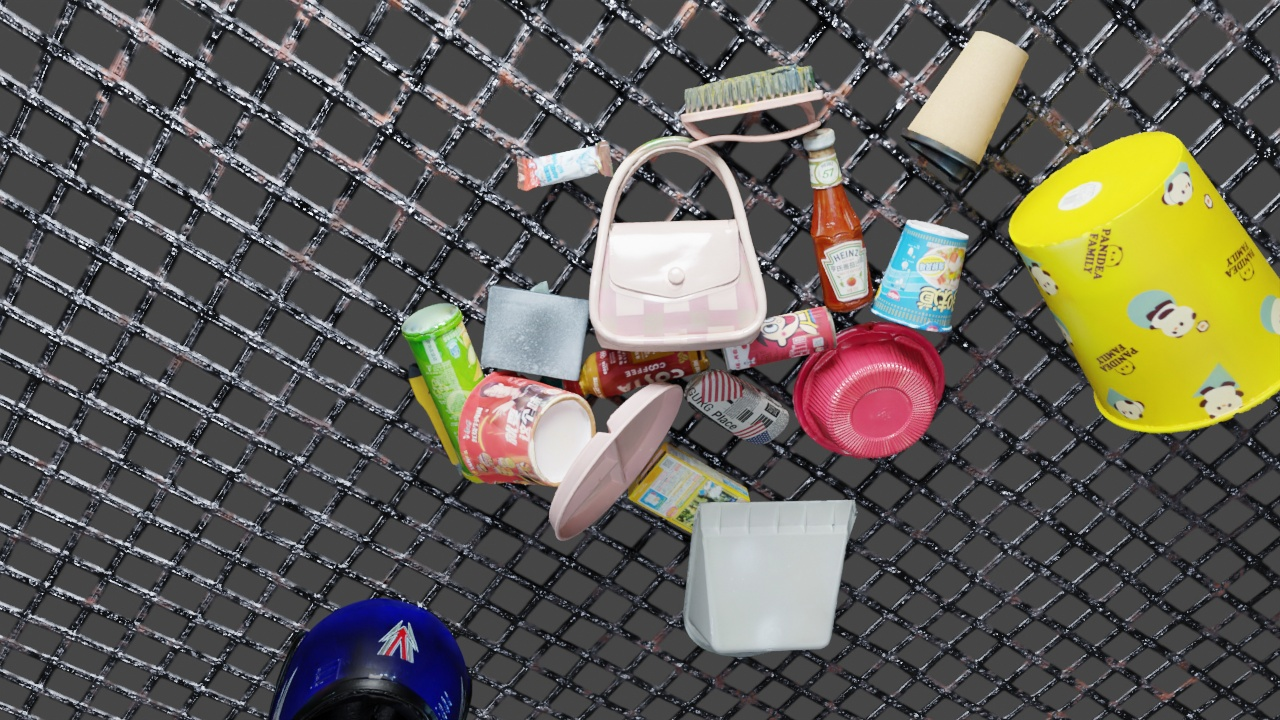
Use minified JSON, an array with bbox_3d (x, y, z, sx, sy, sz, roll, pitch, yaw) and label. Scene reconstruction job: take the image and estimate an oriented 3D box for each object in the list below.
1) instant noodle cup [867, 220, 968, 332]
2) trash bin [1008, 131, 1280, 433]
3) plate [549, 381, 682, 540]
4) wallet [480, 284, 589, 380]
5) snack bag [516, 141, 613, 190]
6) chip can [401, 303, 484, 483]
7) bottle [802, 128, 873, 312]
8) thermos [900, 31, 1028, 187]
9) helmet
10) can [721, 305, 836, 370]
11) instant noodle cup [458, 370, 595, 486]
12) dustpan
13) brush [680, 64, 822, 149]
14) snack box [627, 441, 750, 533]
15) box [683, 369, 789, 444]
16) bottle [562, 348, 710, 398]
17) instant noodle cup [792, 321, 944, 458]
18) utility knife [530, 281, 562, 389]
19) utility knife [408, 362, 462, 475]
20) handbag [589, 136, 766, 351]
[{"bbox_3d":[0.325,-0.099,1.052,0.099,0.099,0.110,10,108,-8],"label":"instant noodle cup"},{"bbox_3d":[0.551,-0.089,1.000,0.230,0.229,0.255,-37,108,15],"label":"trash bin"},{"bbox_3d":[-0.030,0.115,1.085,0.028,0.229,0.230,38,113,16],"label":"plate"},{"bbox_3d":[-0.123,-0.033,1.075,0.121,0.019,0.097,9,98,3],"label":"wallet"},{"bbox_3d":[-0.083,-0.212,0.999,0.104,0.048,0.026,-9,158,3],"label":"snack bag"},{"bbox_3d":[-0.216,0.039,1.101,0.072,0.072,0.221,-14,117,4],"label":"chip can"},{"bbox_3d":[0.218,-0.156,1.032,0.060,0.059,0.206,-14,113,4],"label":"bottle"},{"bbox_3d":[0.343,-0.266,0.969,0.093,0.093,0.143,24,106,-15],"label":"thermos"},{"bbox_3d":[-0.362,0.467,1.213,0.247,0.240,0.316,20,103,-14],"label":"helmet"},{"bbox_3d":[0.163,-0.026,1.098,0.133,0.053,0.053,-12,117,3],"label":"can"},{"bbox_3d":[-0.127,0.084,1.072,0.109,0.137,0.138,7,125,39],"label":"instant noodle cup"},{"bbox_3d":[0.165,0.309,1.277,0.222,0.143,0.258,1,93,-11],"label":"dustpan"},{"bbox_3d":[0.115,-0.265,0.967,0.146,0.063,0.073,-10,107,3],"label":"brush"},{"bbox_3d":[0.064,0.176,1.209,0.140,0.033,0.087,32,111,-16],"label":"snack box"},{"bbox_3d":[0.119,0.055,1.132,0.068,0.051,0.164,-31,134,31],"label":"box"},{"bbox_3d":[-0.007,0.006,1.103,0.175,0.057,0.057,-16,117,5],"label":"bottle"},{"bbox_3d":[0.291,0.052,1.139,0.194,0.065,0.194,-2,118,-3],"label":"instant noodle cup"},{"bbox_3d":[-0.110,0.006,1.122,0.029,0.013,0.218,-6,117,2],"label":"utility knife"},{"bbox_3d":[-0.250,0.074,1.149,0.033,0.015,0.172,-13,118,10],"label":"utility knife"},{"bbox_3d":[0.038,-0.127,1.015,0.193,0.093,0.234,-2,95,-1],"label":"handbag"}]
